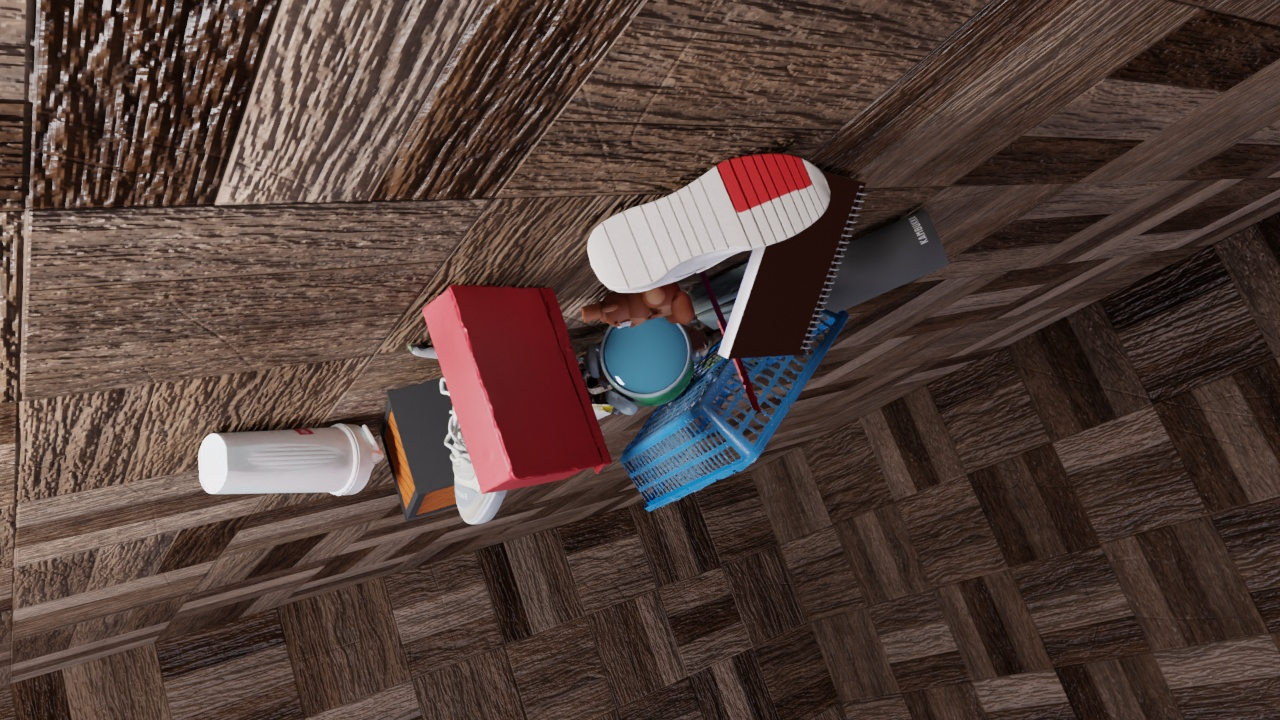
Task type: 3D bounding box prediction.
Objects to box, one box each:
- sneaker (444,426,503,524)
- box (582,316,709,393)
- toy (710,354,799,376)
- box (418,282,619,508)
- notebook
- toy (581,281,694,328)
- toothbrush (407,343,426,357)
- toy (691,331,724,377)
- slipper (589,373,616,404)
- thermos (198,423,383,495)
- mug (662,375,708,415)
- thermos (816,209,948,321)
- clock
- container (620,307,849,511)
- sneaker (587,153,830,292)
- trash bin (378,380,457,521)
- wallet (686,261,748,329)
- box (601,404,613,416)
[{"bbox_3d":[-0.201,0.079,1.095,0.090,0.242,0.089,4,-167,-41],"label":"sneaker"},{"bbox_3d":[0.002,-0.012,1.293,0.187,0.082,0.042,-18,152,-2],"label":"box"},{"bbox_3d":[0.195,-0.027,1.474,0.180,0.078,0.152,-42,154,16],"label":"toy"},{"bbox_3d":[-0.129,0.028,0.949,0.164,0.214,0.153,-17,167,-9],"label":"box"},{"bbox_3d":[0.171,-0.103,1.003,0.171,0.022,0.209,-3,116,-50],"label":"notebook"},{"bbox_3d":[-0.005,-0.061,1.100,0.127,0.065,0.095,-14,179,-11],"label":"toy"},{"bbox_3d":[-0.217,-0.008,1.104,0.017,0.016,0.188,-36,162,18],"label":"toothbrush"},{"bbox_3d":[0.104,-0.010,1.490,0.092,0.046,0.115,-17,158,-18],"label":"toy"},{"bbox_3d":[-0.099,0.060,1.401,0.113,0.075,0.267,-27,165,27],"label":"slipper"},{"bbox_3d":[-0.433,0.126,1.158,0.100,0.099,0.220,-29,160,32],"label":"thermos"},{"bbox_3d":[0.084,0.048,1.584,0.112,0.078,0.097,0,165,-1],"label":"mug"},{"bbox_3d":[0.290,-0.118,1.261,0.241,0.082,0.082,-24,166,15],"label":"thermos"},{"bbox_3d":[-0.007,0.007,1.217,0.161,0.122,0.075,-32,165,-2],"label":"clock"},{"bbox_3d":[0.104,0.055,1.243,0.256,0.089,0.363,-52,-176,-27],"label":"container"},{"bbox_3d":[0.068,-0.129,0.914,0.237,0.090,0.104,-23,175,5],"label":"sneaker"},{"bbox_3d":[-0.263,0.117,1.252,0.139,0.139,0.172,-14,165,-24],"label":"trash bin"},{"bbox_3d":[0.134,-0.087,1.215,0.132,0.054,0.100,-21,157,20],"label":"wallet"},{"bbox_3d":[-0.120,0.063,1.216,0.129,0.036,0.210,16,165,-14],"label":"box"}]
